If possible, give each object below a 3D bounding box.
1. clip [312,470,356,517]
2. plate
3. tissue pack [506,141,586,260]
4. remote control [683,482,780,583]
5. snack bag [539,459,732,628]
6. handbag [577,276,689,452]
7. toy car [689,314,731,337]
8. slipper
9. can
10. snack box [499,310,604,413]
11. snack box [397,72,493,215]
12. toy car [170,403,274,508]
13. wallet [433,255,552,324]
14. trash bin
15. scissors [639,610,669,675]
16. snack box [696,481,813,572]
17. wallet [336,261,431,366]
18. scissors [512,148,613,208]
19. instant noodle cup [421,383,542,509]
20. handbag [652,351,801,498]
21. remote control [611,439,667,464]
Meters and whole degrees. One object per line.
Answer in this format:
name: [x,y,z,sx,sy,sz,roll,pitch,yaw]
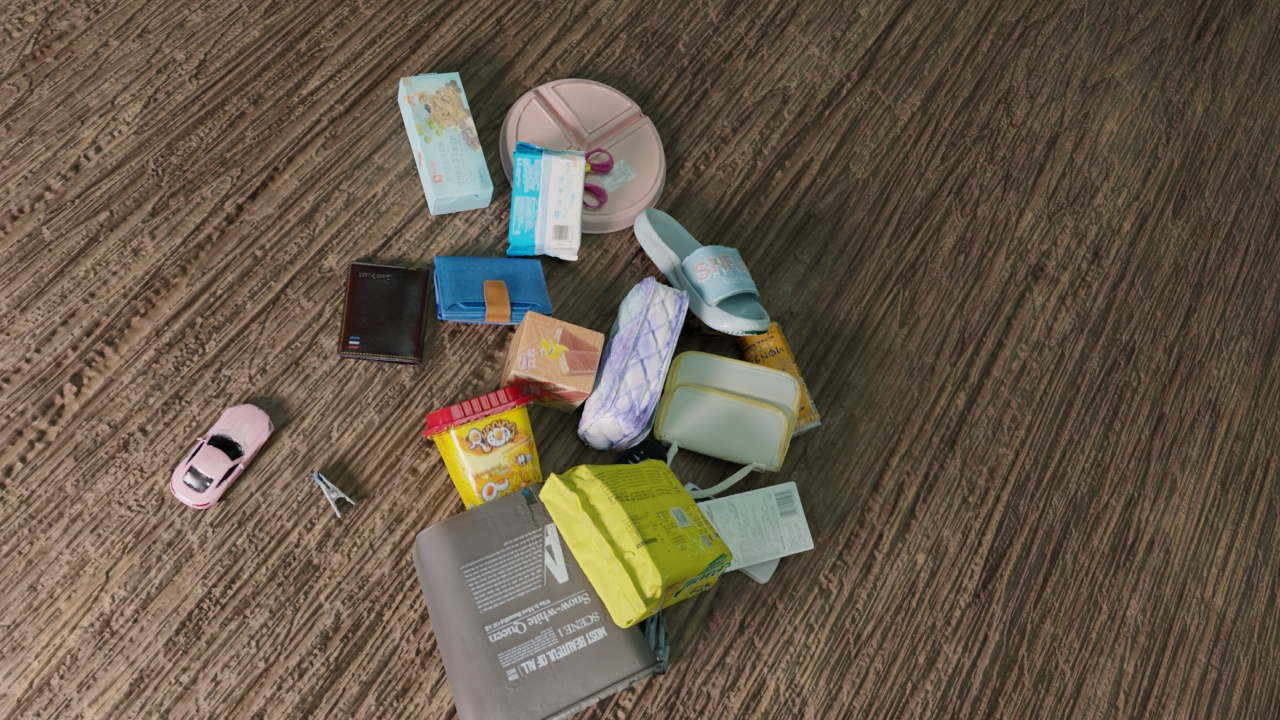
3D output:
clip: [-0.332,0.141,0.988,0.029,0.024,0.057,-39,91,-22]
plate: [-0.071,-0.277,1.214,0.229,0.028,0.229,6,70,-17]
tissue pack: [-0.116,-0.195,1.129,0.090,0.063,0.140,3,99,-7]
remote control: [0.103,0.208,1.109,0.150,0.021,0.058,33,65,-6]
snack bag: [0.009,0.173,0.945,0.068,0.246,0.158,-40,72,18]
handbag: [-0.006,0.006,1.079,0.075,0.134,0.193,25,66,-13]
toy car: [0.111,-0.048,1.189,0.090,0.042,0.035,-2,84,-17]
slipper: [0.083,-0.119,1.141,0.103,0.074,0.245,0,42,-47]
can: [0.178,0.026,1.176,0.058,0.058,0.146,-18,78,-23]
snack box: [-0.105,0.005,1.070,0.094,0.093,0.077,17,68,-13]
snack box: [-0.243,-0.271,1.141,0.074,0.052,0.174,-13,76,-23]
toy car: [-0.438,0.098,0.961,0.056,0.037,0.122,34,64,-6]
wallet: [-0.177,-0.085,1.095,0.133,0.040,0.106,0,48,-18]
trash bin: [-0.119,0.259,0.932,0.198,0.199,0.219,-19,73,-23]
scissors: [0.019,0.271,1.036,0.014,0.159,0.173,-5,103,16]
snack box: [0.125,0.201,1.091,0.156,0.027,0.084,-9,76,-21]
wallet: [-0.298,-0.056,1.070,0.096,0.020,0.122,7,68,-16]
scissors: [-0.097,-0.234,1.169,0.136,0.017,0.105,-6,80,-15]
instant noodle cup: [-0.167,0.101,1.014,0.116,0.116,0.123,-19,90,-23]
handbag: [0.097,0.085,1.101,0.163,0.063,0.178,14,72,12]
remote control: [-0.025,0.149,1.079,0.136,0.024,0.053,-43,89,-12]
